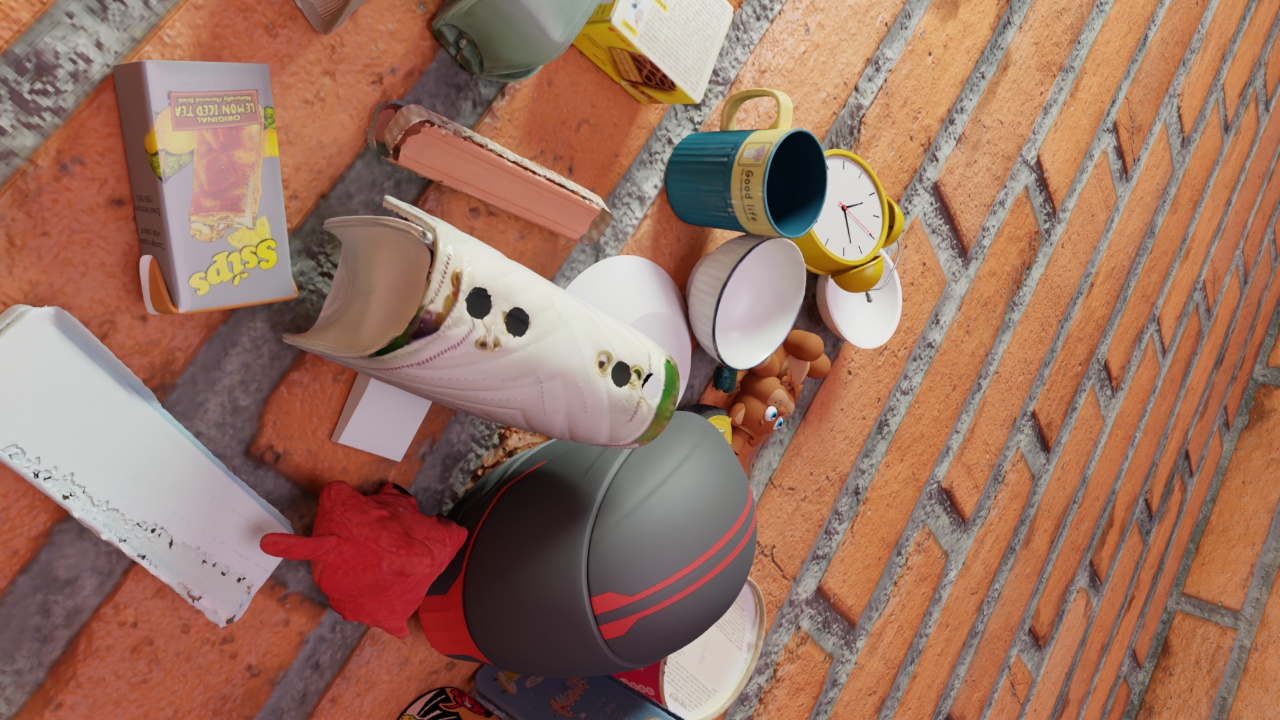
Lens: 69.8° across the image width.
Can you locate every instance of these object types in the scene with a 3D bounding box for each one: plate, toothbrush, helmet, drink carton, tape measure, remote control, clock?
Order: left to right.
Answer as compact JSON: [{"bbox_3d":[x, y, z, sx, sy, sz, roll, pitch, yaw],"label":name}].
[{"bbox_3d":[-0.227,-0.090,0.481,0.076,0.048,0.125,-15,111,-42],"label":"drink carton"},{"bbox_3d":[-0.148,-0.006,0.599,0.049,0.024,0.143,28,80,-45],"label":"remote control"},{"bbox_3d":[-0.011,0.131,0.656,0.263,0.170,0.164,-31,110,-42],"label":"helmet"},{"bbox_3d":[-0.005,0.004,0.739,0.173,0.036,0.174,-13,110,-43],"label":"plate"},{"bbox_3d":[0.054,0.071,0.814,0.065,0.037,0.064,-2,103,-45],"label":"tape measure"},{"bbox_3d":[0.093,-0.063,0.836,0.017,0.016,0.190,8,94,-42],"label":"toothbrush"},{"bbox_3d":[0.192,-0.131,0.865,0.152,0.052,0.113,39,66,-22],"label":"clock"}]

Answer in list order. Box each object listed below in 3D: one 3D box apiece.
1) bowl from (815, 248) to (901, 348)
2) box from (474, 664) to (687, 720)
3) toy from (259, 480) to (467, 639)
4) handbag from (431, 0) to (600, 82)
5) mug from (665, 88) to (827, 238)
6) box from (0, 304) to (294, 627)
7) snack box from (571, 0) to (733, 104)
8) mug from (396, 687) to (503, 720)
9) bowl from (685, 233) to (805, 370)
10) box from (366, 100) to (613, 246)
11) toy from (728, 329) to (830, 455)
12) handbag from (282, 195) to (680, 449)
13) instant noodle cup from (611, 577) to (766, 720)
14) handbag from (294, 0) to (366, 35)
[{"bbox_3d":[0.212,-0.065,0.930,0.109,0.041,0.110,3,84,-34],"label":"bowl"},{"bbox_3d":[-0.028,0.271,0.659,0.077,0.209,0.074,-35,124,-34],"label":"box"},{"bbox_3d":[-0.173,0.130,0.556,0.094,0.088,0.133,-60,155,2],"label":"toy"},{"bbox_3d":[-0.062,-0.241,0.569,0.067,0.106,0.121,39,72,-32],"label":"handbag"},{"bbox_3d":[0.086,-0.160,0.739,0.083,0.107,0.113,-4,103,-43],"label":"mug"},{"bbox_3d":[-0.268,0.058,0.487,0.199,0.066,0.082,59,35,-36],"label":"box"},{"bbox_3d":[0.006,-0.248,0.666,0.105,0.061,0.083,28,79,-45],"label":"snack box"},{"bbox_3d":[-0.115,0.305,0.659,0.081,0.098,0.118,-45,128,-28],"label":"mug"},{"bbox_3d":[0.081,-0.057,0.784,0.117,0.062,0.118,-25,129,-36],"label":"bowl"},{"bbox_3d":[-0.099,-0.123,0.621,0.188,0.062,0.058,21,111,-48],"label":"box"},{"bbox_3d":[0.122,0.033,0.857,0.127,0.065,0.095,-58,142,-11],"label":"toy"},{"bbox_3d":[-0.086,-0.015,0.542,0.198,0.142,0.096,28,75,-46],"label":"handbag"},{"bbox_3d":[0.042,0.244,0.818,0.178,0.078,0.179,-13,109,-42],"label":"instant noodle cup"},{"bbox_3d":[-0.080,-0.253,0.479,0.175,0.198,0.062,-51,131,-24],"label":"handbag"}]
